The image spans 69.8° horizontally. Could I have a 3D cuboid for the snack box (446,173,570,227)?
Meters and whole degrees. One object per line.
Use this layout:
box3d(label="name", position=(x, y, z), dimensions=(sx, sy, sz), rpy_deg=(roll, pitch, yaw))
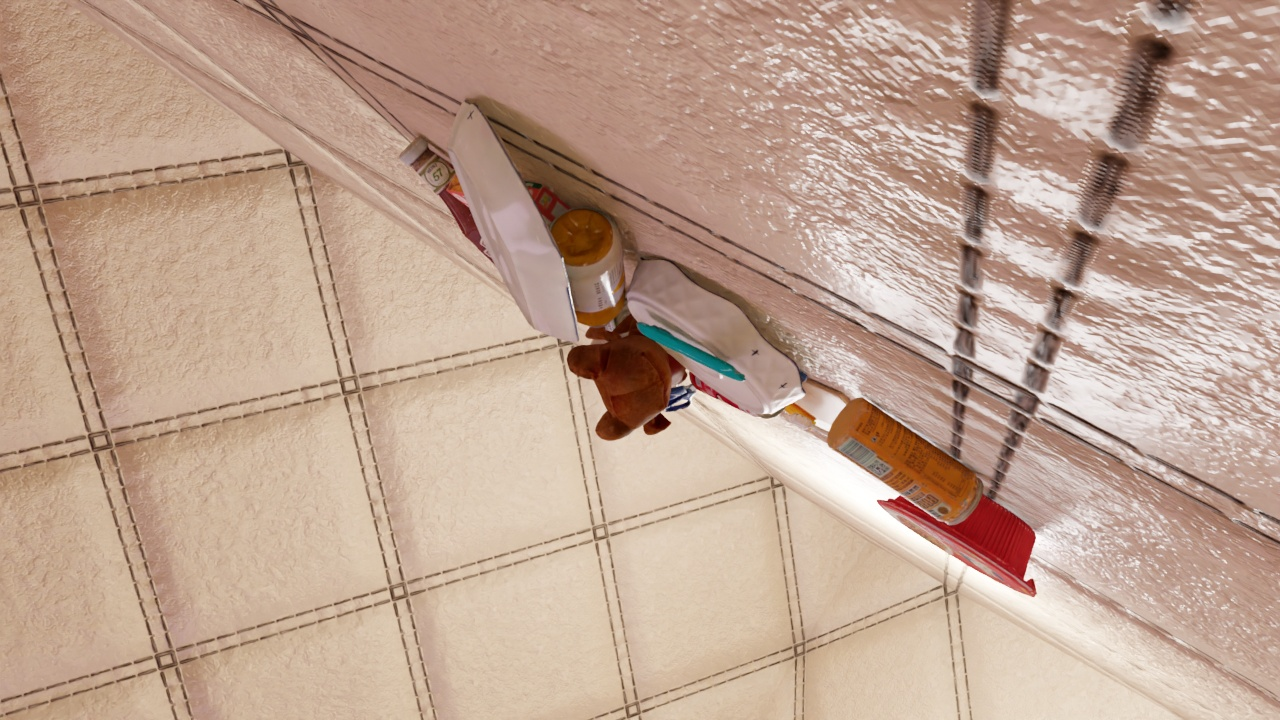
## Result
box3d(label="snack box", position=(-0.122, -0.152, 0.919), dimensions=(0.156, 0.027, 0.077), rpy_deg=(19, 167, 46))

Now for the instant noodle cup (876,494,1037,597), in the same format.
box3d(label="instant noodle cup", position=(0.363, 0.184, 1.023), dimensions=(0.194, 0.066, 0.194), rpy_deg=(32, 176, 2))

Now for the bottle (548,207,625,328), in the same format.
box3d(label="bottle", position=(-0.048, -0.078, 0.867), dimensions=(0.068, 0.068, 0.190), rpy_deg=(32, 167, 11))

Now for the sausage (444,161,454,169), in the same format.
box3d(label="sausage", position=(-0.202, -0.202, 1.072), dimensions=(0.165, 0.021, 0.021), rpy_deg=(34, 176, -6))

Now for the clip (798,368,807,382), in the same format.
box3d(label="clip", position=(0.156, 0.024, 0.955), dimensions=(0.027, 0.045, 0.058), rpy_deg=(35, 175, 15))

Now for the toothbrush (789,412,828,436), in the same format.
box3d(label="toothbrush", position=(0.256, 0.102, 1.075), dimensions=(0.180, 0.016, 0.016), rpy_deg=(26, 176, -8))

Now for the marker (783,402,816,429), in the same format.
box3d(label="marker", position=(0.157, 0.040, 1.094), dimensions=(0.124, 0.015, 0.018), rpy_deg=(36, 174, 11))

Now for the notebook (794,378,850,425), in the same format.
box3d(label="notebook", position=(0.187, 0.040, 1.043), dimensions=(0.149, 0.012, 0.212), rpy_deg=(38, 174, -38))

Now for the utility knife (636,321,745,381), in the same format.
box3d(label="utility knife", position=(0.042, -0.011, 0.821), dimensions=(0.151, 0.012, 0.029), rpy_deg=(29, 169, 48))

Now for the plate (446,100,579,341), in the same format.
box3d(label="plate", position=(-0.109, -0.103, 0.775), dimensions=(0.162, 0.034, 0.266), rpy_deg=(59, 171, 17))

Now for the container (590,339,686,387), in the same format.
box3d(label="container", position=(0.005, -0.012, 1.281), dimensions=(0.111, 0.090, 0.090), rpy_deg=(27, 173, 38))

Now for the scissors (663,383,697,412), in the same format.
box3d(label="scissors", position=(0.078, 0.039, 1.235), dimensions=(0.174, 0.012, 0.124), rpy_deg=(-13, 154, 22))

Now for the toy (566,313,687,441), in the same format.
box3d(label="toy", position=(-0.006, 0.006, 1.025), dimensions=(0.131, 0.199, 0.140), rpy_deg=(-11, 111, 27))

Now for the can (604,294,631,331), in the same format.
box3d(label="can", position=(-0.022, -0.056, 1.174), dimensions=(0.058, 0.058, 0.147), rpy_deg=(34, 176, -13))

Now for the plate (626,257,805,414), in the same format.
box3d(label="plate", position=(0.066, -0.018, 0.883), dimensions=(0.205, 0.045, 0.205), rpy_deg=(40, 172, 6))

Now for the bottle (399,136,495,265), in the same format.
box3d(label="bottle", position=(-0.185, -0.166, 1.036), dimensions=(0.206, 0.059, 0.060), rpy_deg=(45, 172, -19))

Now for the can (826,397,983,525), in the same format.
box3d(label="can", position=(0.252, 0.096, 0.878), dimensions=(0.146, 0.058, 0.058), rpy_deg=(34, 176, -6))

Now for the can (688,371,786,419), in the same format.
box3d(label="can", position=(0.110, 0.026, 1.036), dimensions=(0.053, 0.053, 0.133), rpy_deg=(35, 175, -29))
